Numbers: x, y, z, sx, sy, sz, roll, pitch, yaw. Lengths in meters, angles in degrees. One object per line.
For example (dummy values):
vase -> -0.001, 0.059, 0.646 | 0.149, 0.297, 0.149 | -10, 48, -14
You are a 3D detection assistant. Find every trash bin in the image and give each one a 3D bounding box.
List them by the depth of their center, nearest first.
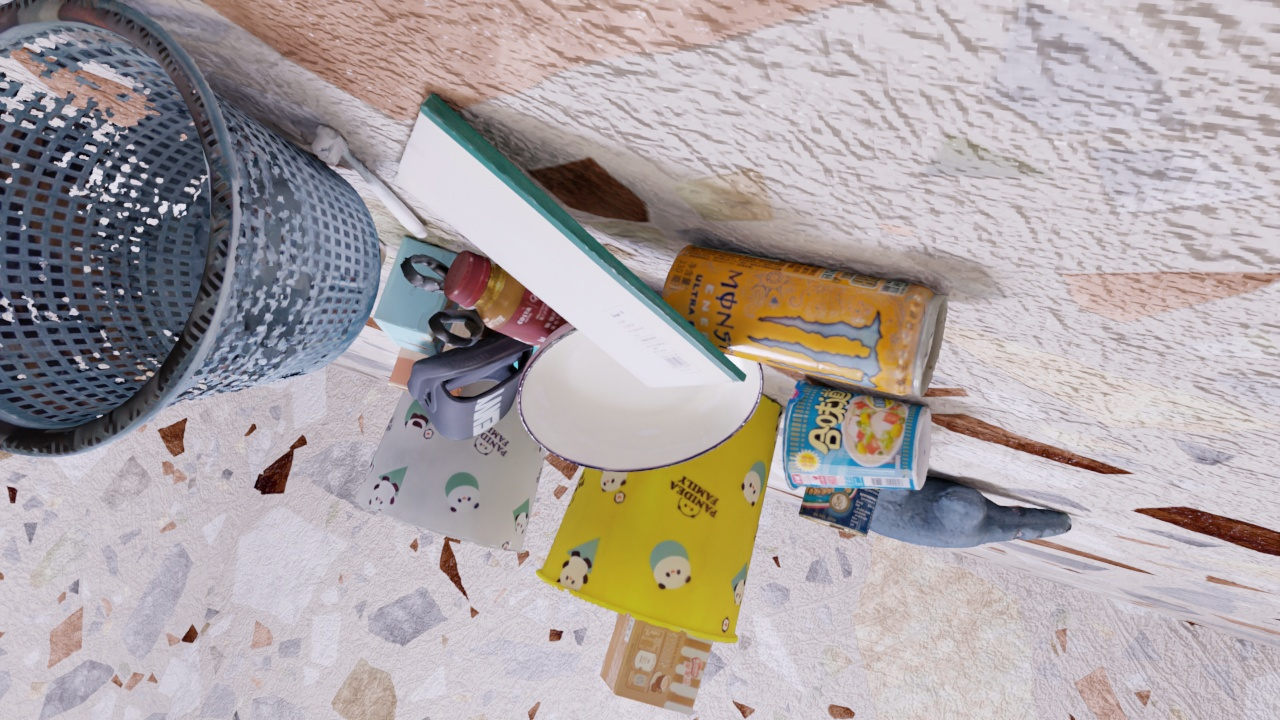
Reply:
trash bin -> -0.265, -0.065, 0.533 | 0.227, 0.226, 0.195 | 15, -176, 16
trash bin -> 0.033, 0.148, 1.008 | 0.229, 0.255, 0.230 | 17, 172, 2
trash bin -> -0.217, 0.094, 1.181 | 0.229, 0.251, 0.230 | 18, 172, 2

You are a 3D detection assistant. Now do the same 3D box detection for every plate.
plate -> -0.001, 0.017, 0.723 | 0.192, 0.039, 0.193 | -4, 138, -4

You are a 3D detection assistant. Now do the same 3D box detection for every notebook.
notebook -> -0.047, -0.052, 0.517 | 0.209, 0.012, 0.150 | 40, 166, -13

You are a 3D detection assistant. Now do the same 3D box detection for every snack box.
snack box -> -0.195, -0.051, 0.827 | 0.051, 0.074, 0.175 | 18, 171, -7
snack box -> 0.017, 0.333, 1.036 | 0.094, 0.092, 0.077 | 20, 171, -12

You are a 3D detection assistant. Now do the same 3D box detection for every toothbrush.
toothbrush -> -0.175, -0.111, 0.613 | 0.016, 0.016, 0.180 | 22, 172, 9

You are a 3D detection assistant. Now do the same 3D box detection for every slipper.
slipper -> -0.157, 0.026, 0.876 | 0.110, 0.083, 0.269 | -24, -178, -21

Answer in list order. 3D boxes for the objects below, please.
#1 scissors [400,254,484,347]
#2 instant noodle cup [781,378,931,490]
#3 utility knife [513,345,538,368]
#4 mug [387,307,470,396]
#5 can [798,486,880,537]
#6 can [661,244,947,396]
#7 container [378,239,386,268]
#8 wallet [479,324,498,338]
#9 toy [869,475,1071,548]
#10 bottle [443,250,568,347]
scissors -> -0.124, -0.040, 0.749 | 0.165, 0.014, 0.162 | 41, -156, -27
instant noodle cup -> 0.186, 0.069, 0.781 | 0.110, 0.099, 0.099 | 6, 167, 26
utility knife -> -0.124, -0.006, 0.951 | 0.029, 0.013, 0.175 | 14, 161, -10
mug -> -0.244, -0.010, 1.071 | 0.081, 0.105, 0.115 | 25, 169, -38
can -> 0.218, 0.125, 0.974 | 0.075, 0.111, 0.075 | 18, 171, 3
can -> 0.086, -0.023, 0.499 | 0.146, 0.058, 0.058 | 14, 170, 24
container -> -0.294, -0.084, 0.783 | 0.111, 0.089, 0.090 | 20, 171, 5
wallet -> -0.123, -0.028, 0.980 | 0.101, 0.032, 0.125 | 17, 172, -13
toy -> 0.345, 0.173, 1.139 | 0.356, 0.091, 0.138 | 17, 144, 0
bottle -> -0.069, -0.036, 0.728 | 0.174, 0.057, 0.058 | 23, 170, -29
